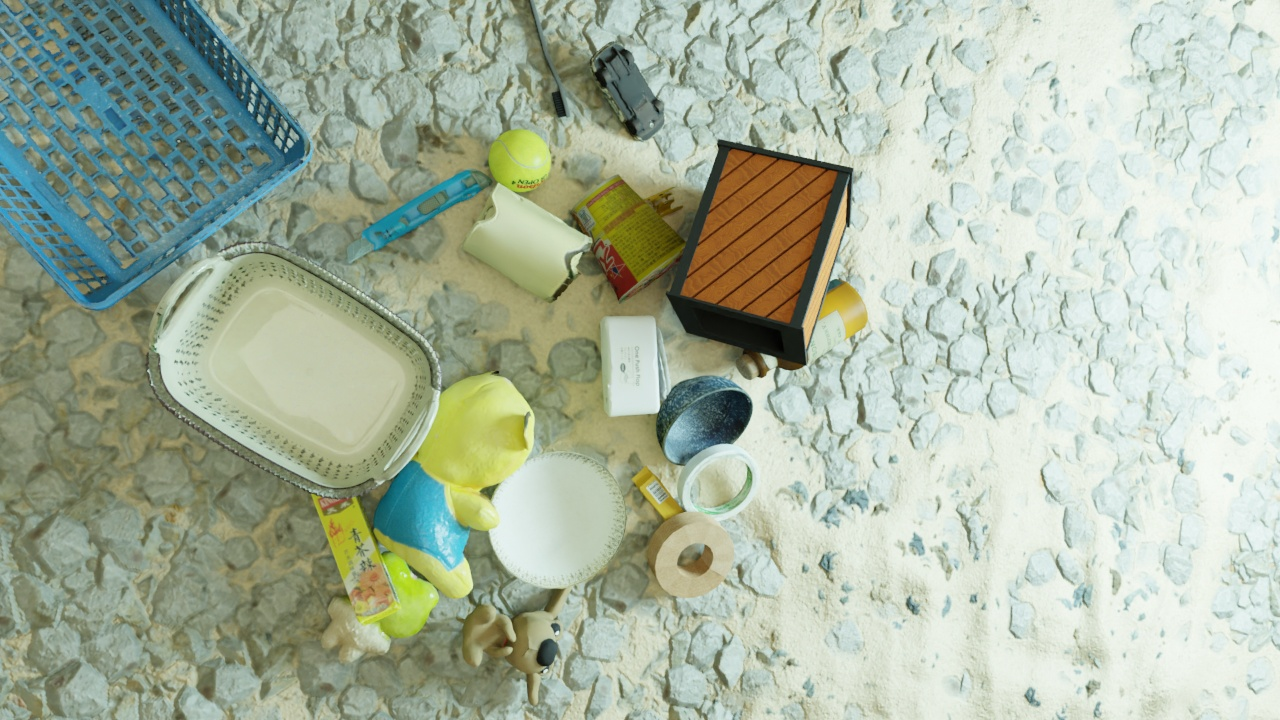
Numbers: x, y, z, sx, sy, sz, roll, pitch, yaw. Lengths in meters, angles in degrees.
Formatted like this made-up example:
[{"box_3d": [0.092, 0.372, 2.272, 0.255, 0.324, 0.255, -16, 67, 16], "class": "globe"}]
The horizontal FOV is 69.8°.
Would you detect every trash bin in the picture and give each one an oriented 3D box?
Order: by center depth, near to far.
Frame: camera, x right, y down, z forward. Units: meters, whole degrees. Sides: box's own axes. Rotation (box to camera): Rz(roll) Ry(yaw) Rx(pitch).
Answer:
[{"box_3d": [0.130, -0.110, 0.967, 0.140, 0.140, 0.171, 16, 80, 15], "class": "trash bin"}]

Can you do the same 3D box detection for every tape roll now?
[{"box_3d": [0.056, 0.216, 1.022, 0.094, 0.027, 0.094, -6, 109, -17], "class": "tape roll"}, {"box_3d": [0.088, 0.138, 1.031, 0.093, 0.018, 0.094, -8, 118, -17], "class": "tape roll"}]

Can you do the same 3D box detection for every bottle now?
[{"box_3d": [0.180, -0.028, 1.050, 0.156, 0.068, 0.068, -31, 97, -13], "class": "bottle"}]

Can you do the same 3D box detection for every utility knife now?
[{"box_3d": [-0.235, -0.154, 0.967, 0.174, 0.015, 0.031, -35, 94, -11], "class": "utility knife"}]

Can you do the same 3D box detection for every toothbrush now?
[{"box_3d": [-0.105, -0.347, 1.004, 0.013, 0.013, 0.167, -16, 94, -7], "class": "toothbrush"}]

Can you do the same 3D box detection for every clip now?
[{"box_3d": [0.022, -0.177, 1.025, 0.054, 0.047, 0.047, -25, 52, -13], "class": "clip"}]

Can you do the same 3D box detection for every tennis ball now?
[{"box_3d": [-0.127, -0.211, 0.970, 0.065, 0.065, 0.065, 0, 89, -15], "class": "tennis ball"}]

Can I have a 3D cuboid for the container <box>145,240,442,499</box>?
[{"box_3d": [-0.321, 0.012, 0.876, 0.251, 0.143, 0.184, 33, 80, -12], "class": "container"}]

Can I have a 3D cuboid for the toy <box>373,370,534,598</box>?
[{"box_3d": [-0.185, 0.108, 0.916, 0.214, 0.149, 0.084, -60, 146, -5], "class": "toy"}]

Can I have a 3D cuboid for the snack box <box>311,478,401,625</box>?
[{"box_3d": [-0.285, 0.187, 0.917, 0.040, 0.029, 0.148, -23, 74, -13], "class": "snack box"}]

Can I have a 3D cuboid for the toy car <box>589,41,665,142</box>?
[{"box_3d": [-0.015, -0.296, 1.017, 0.048, 0.040, 0.113, -42, 117, -12], "class": "toy car"}]

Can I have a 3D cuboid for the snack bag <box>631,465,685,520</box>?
[{"box_3d": [0.028, 0.162, 1.033, 0.026, 0.020, 0.099, -41, 100, -7], "class": "snack bag"}]

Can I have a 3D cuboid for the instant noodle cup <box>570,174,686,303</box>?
[{"box_3d": [-0.017, -0.134, 0.991, 0.100, 0.100, 0.112, -39, 90, -12], "class": "instant noodle cup"}]

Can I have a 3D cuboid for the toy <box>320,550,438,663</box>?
[{"box_3d": [-0.272, 0.258, 0.939, 0.092, 0.043, 0.117, 44, 81, -4], "class": "toy"}]

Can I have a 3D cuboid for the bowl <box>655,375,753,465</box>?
[{"box_3d": [0.062, 0.056, 1.015, 0.114, 0.060, 0.115, -19, 137, -19], "class": "bowl"}]

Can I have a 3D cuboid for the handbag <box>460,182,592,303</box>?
[{"box_3d": [-0.115, -0.122, 0.948, 0.119, 0.111, 0.081, 32, 81, -13], "class": "handbag"}]

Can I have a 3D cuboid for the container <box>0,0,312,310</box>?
[{"box_3d": [-0.517, -0.255, 0.852, 0.256, 0.089, 0.362, -41, 100, -12], "class": "container"}]

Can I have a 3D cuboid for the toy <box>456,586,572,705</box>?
[{"box_3d": [-0.131, 0.288, 0.954, 0.108, 0.106, 0.134, 21, 80, -25], "class": "toy"}]

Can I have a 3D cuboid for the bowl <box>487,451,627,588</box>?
[{"box_3d": [-0.093, 0.165, 0.978, 0.145, 0.063, 0.145, 0, 90, -16], "class": "bowl"}]

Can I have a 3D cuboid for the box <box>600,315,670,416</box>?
[{"box_3d": [0.006, 0.006, 0.985, 0.095, 0.102, 0.107, 0, 90, -5], "class": "box"}]
